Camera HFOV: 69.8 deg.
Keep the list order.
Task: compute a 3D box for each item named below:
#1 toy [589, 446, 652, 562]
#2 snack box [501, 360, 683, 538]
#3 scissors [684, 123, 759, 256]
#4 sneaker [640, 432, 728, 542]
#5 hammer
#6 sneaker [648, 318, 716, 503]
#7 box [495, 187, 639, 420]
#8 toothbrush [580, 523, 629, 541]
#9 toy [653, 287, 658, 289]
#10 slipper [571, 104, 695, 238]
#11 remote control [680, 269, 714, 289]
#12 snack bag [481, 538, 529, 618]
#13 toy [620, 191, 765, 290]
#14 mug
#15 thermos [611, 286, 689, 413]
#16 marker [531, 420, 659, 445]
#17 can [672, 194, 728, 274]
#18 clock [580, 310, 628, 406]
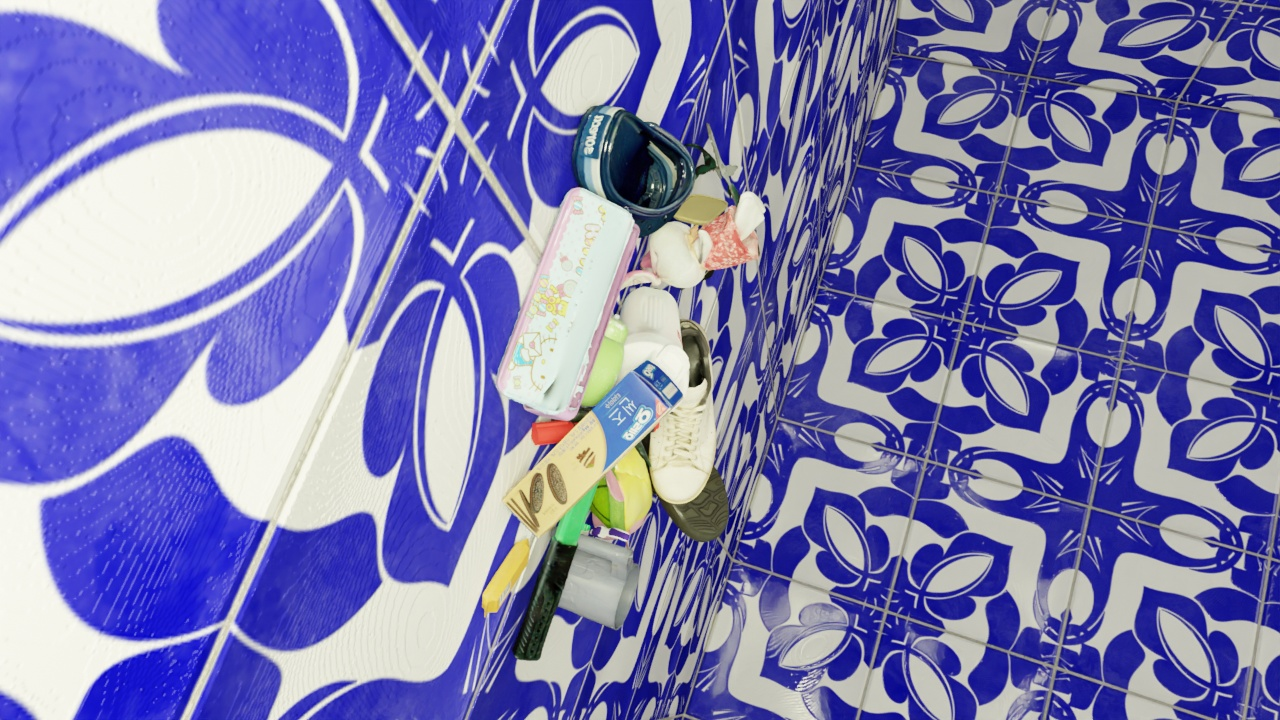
[{"bbox_3d":[-0.029,0.165,1.188,0.238,0.088,0.189,86,1,-64],"label":"toy"},{"bbox_3d":[-0.049,0.088,0.921,0.207,0.057,0.056,-46,176,20],"label":"snack box"},{"bbox_3d":[0.109,-0.232,1.256,0.201,0.015,0.201,-20,91,-60],"label":"scissors"},{"bbox_3d":[0.036,0.175,1.312,0.143,0.101,0.237,111,-33,-45],"label":"sneaker"},{"bbox_3d":[-0.084,0.205,1.055,0.130,0.032,0.319,12,105,-30],"label":"hammer"},{"bbox_3d":[0.059,0.064,1.167,0.102,0.089,0.241,152,-61,-86],"label":"sneaker"},{"bbox_3d":[-0.079,-0.055,0.884,0.092,0.089,0.214,26,77,-35],"label":"box"},{"bbox_3d":[-0.048,0.211,1.128,0.187,0.015,0.016,-21,-132,67],"label":"toothbrush"},{"bbox_3d":[0.014,-0.062,1.201,0.101,0.041,0.055,-53,178,-35],"label":"toy"},{"bbox_3d":[0.005,-0.185,0.952,0.252,0.095,0.105,17,86,-72],"label":"slipper"},{"bbox_3d":[0.089,-0.138,1.427,0.151,0.020,0.041,-31,133,-67],"label":"remote control"},{"bbox_3d":[-0.143,0.230,0.976,0.099,0.020,0.026,-58,163,-48],"label":"snack bag"},{"bbox_3d":[0.058,-0.131,1.071,0.084,0.195,0.158,62,31,-11],"label":"toy"},{"bbox_3d":[-0.062,0.262,1.132,0.083,0.104,0.124,-56,156,-47],"label":"mug"},{"bbox_3d":[0.008,-0.016,1.044,0.220,0.099,0.099,-85,-177,-63],"label":"thermos"},{"bbox_3d":[-0.046,0.072,0.986,0.021,0.144,0.023,4,-83,62],"label":"marker"},{"bbox_3d":[0.077,-0.171,1.284,0.116,0.056,0.092,-48,151,-58],"label":"can"},{"bbox_3d":[-0.053,-0.002,0.947,0.095,0.042,0.119,-11,-122,58],"label":"clock"}]
